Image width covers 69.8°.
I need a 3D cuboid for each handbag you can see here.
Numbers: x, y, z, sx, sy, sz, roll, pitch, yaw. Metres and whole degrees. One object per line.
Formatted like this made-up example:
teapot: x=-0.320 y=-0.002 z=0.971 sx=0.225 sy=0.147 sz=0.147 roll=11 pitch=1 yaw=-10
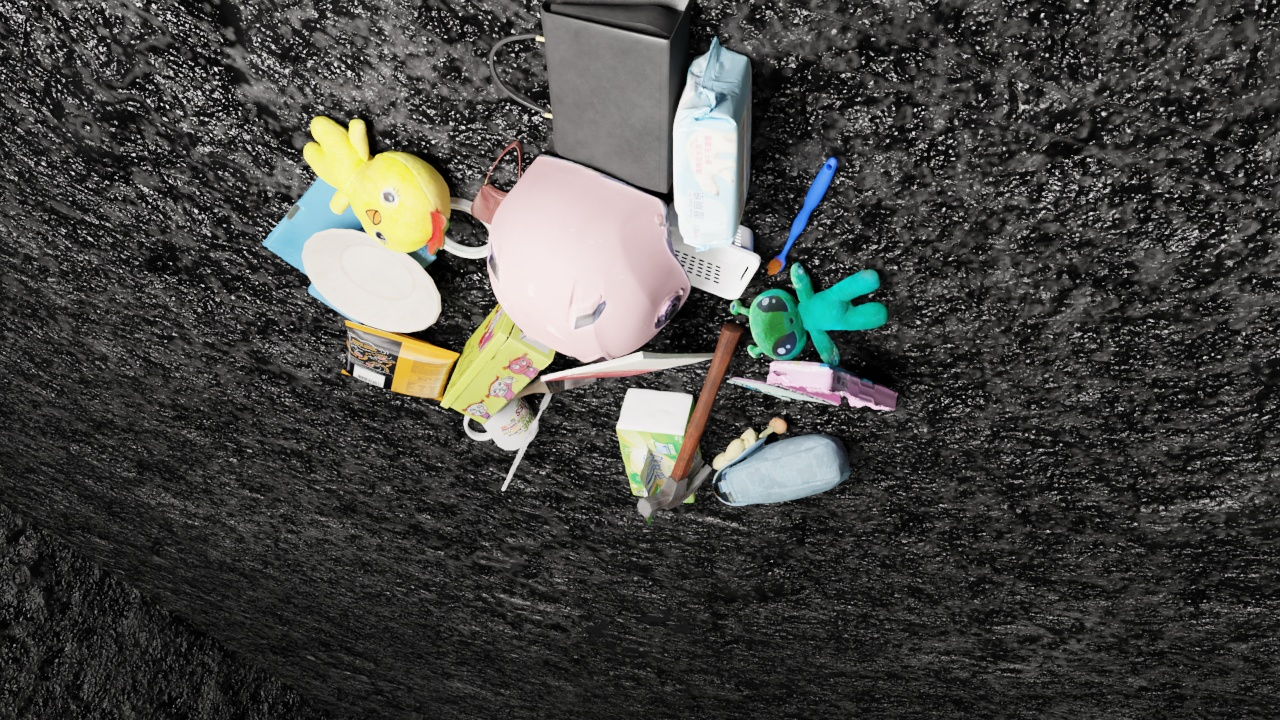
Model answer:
handbag: x=-0.159 y=-0.207 z=1.065 sx=0.055 sy=0.029 sz=0.120 roll=24 pitch=137 yaw=-6
handbag: x=0.197 y=0.143 z=1.313 sx=0.192 sy=0.118 sz=0.121 roll=-17 pitch=173 yaw=24
handbag: x=-0.057 y=-0.273 z=0.908 sx=0.196 sy=0.072 sz=0.176 roll=13 pitch=143 yaw=11

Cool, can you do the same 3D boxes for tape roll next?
tape roll: x=-0.223 y=-0.165 z=1.148 sx=0.093 sy=0.013 sz=0.093 roll=10 pitch=143 yaw=7

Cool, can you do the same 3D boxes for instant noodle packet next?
instant noodle packet: x=-0.363 y=0.005 z=1.374 sx=0.159 sy=0.032 sz=0.221 roll=17 pitch=156 yaw=-12

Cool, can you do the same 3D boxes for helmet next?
helmet: x=-0.072 y=-0.091 z=1.028 sx=0.230 sy=0.152 sz=0.256 roll=27 pitch=150 yaw=14

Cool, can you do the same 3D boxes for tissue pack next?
tissue pack: x=0.070 y=-0.209 z=0.900 sx=0.070 sy=0.111 sz=0.182 roll=7 pitch=142 yaw=11
tissue pack: x=0.024 y=0.155 z=1.360 sx=0.120 sy=0.141 sz=0.198 roll=1 pitch=141 yaw=19

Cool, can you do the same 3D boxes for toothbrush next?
toothbrush: x=0.176 y=-0.154 z=1.008 sx=0.016 sy=0.018 sz=0.183 roll=41 pitch=146 yaw=14
toothbrush: x=-0.167 y=0.117 z=1.350 sx=0.010 sy=0.181 sz=0.010 roll=24 pitch=146 yaw=-2

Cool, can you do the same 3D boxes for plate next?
plate: x=-0.346 y=-0.109 z=1.198 sx=0.189 sy=0.027 sz=0.189 roll=11 pitch=143 yaw=9

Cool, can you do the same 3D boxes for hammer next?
hammer: x=0.080 y=0.081 z=1.243 sx=0.028 sy=0.110 sz=0.301 roll=39 pitch=127 yaw=32

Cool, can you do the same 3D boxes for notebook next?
notebook: x=-0.007 y=0.007 z=1.183 sx=0.153 sy=0.012 sz=0.208 roll=-13 pitch=174 yaw=31

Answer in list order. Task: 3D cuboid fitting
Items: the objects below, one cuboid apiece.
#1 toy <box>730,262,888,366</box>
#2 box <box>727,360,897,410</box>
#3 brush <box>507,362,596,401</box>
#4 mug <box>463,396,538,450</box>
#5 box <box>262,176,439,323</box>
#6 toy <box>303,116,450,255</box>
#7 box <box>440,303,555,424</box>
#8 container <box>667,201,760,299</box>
toy: x=0.199 y=-0.053 z=1.094 sx=0.194 sy=0.072 sz=0.130 roll=-15 pitch=95 yaw=30
box: x=0.207 y=0.032 z=1.144 sx=0.160 sy=0.035 sz=0.230 roll=3 pitch=173 yaw=35
brush: x=-0.134 y=0.035 z=1.333 sx=0.151 sy=0.012 sz=0.039 roll=-14 pitch=139 yaw=4
mug: x=-0.221 y=0.088 z=1.412 sx=0.105 sy=0.073 sz=0.090 roll=-21 pitch=135 yaw=5
box: x=-0.394 y=-0.144 z=1.223 sx=0.174 sy=0.033 sz=0.232 roll=36 pitch=140 yaw=-24
toy: x=-0.303 y=-0.204 z=1.072 sx=0.207 sy=0.092 sz=0.134 roll=31 pitch=136 yaw=-4
box: x=-0.185 y=-0.012 z=1.243 sx=0.081 sy=0.124 sz=0.222 roll=31 pitch=143 yaw=-18
container: x=0.069 y=-0.130 z=1.053 sx=0.129 sy=0.049 sz=0.081 roll=20 pitch=143 yaw=-5
